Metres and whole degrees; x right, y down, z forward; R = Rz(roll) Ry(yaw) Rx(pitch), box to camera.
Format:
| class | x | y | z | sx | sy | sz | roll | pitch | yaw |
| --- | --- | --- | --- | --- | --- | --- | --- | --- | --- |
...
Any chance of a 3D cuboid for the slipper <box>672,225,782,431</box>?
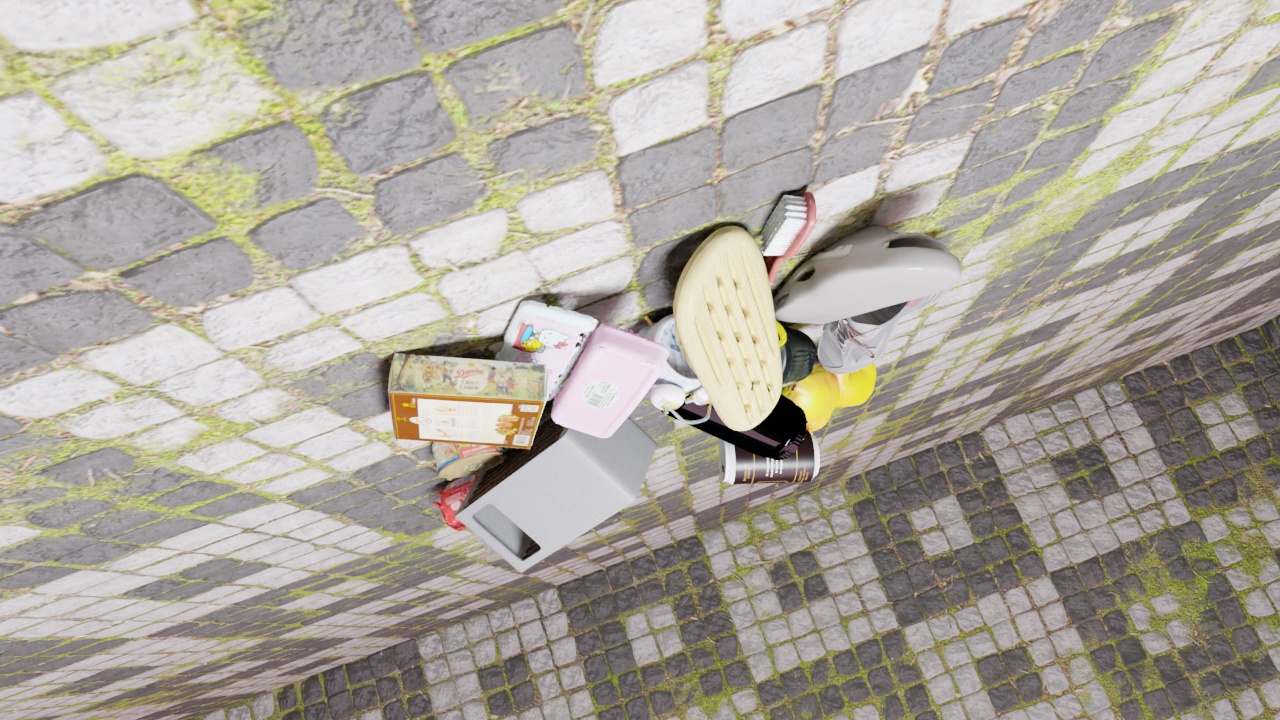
| class | x | y | z | sx | sy | sz | roll | pitch | yaw |
| --- | --- | --- | --- | --- | --- | --- | --- | --- | --- |
| slipper | 0.077 | -0.028 | 0.922 | 0.111 | 0.079 | 0.262 | -44 | 139 | -19 |

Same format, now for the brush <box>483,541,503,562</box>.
| class | x | y | z | sx | sy | sz | roll | pitch | yaw |
| --- | --- | --- | --- | --- | --- | --- | --- | --- | --- |
| brush | -0.202 | 0.201 | 1.256 | 0.045 | 0.143 | 0.008 | -17 | 163 | 20 |

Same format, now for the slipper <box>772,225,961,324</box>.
| class | x | y | z | sx | sy | sz | roll | pitch | yaw |
| --- | --- | --- | --- | --- | --- | --- | --- | --- | --- |
| slipper | 0.227 | -0.099 | 0.976 | 0.112 | 0.080 | 0.266 | 9 | 168 | -19 |

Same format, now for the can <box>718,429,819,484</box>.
| class | x | y | z | sx | sy | sz | roll | pitch | yaw |
| --- | --- | --- | --- | --- | --- | --- | --- | --- | --- |
| can | 0.176 | 0.133 | 1.262 | 0.128 | 0.071 | 0.072 | -2 | 161 | -4 |

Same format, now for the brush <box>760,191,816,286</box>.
| class | x | y | z | sx | sy | sz | roll | pitch | yaw |
| --- | --- | --- | --- | --- | --- | --- | --- | --- | --- |
| brush | 0.129 | -0.109 | 0.881 | 0.030 | 0.041 | 0.173 | 0 | 161 | -8 |

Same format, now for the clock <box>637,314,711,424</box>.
| class | x | y | z | sx | sy | sz | roll | pitch | yaw |
| --- | --- | --- | --- | --- | --- | --- | --- | --- | --- |
| clock | 0.041 | 0.009 | 0.985 | 0.088 | 0.125 | 0.052 | -9 | 165 | -37 |

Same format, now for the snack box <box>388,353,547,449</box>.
| class | x | y | z | sx | sy | sz | roll | pitch | yaw |
| --- | --- | --- | --- | --- | --- | --- | --- | --- | --- |
| snack box | -0.173 | 0.044 | 0.914 | 0.147 | 0.041 | 0.143 | 5 | 156 | -10 |

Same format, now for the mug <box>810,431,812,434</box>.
| class | x | y | z | sx | sy | sz | roll | pitch | yaw |
| --- | --- | --- | --- | --- | --- | --- | --- | --- | --- |
| mug | 0.211 | 0.087 | 1.437 | 0.084 | 0.104 | 0.111 | -21 | 162 | 2 |

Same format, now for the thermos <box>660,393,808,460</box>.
| class | x | y | z | sx | sy | sz | roll | pitch | yaw |
| --- | --- | --- | --- | --- | --- | --- | --- | --- | --- |
| thermos | 0.128 | 0.065 | 1.167 | 0.198 | 0.086 | 0.086 | 25 | 140 | -25 |

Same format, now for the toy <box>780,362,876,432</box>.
| class | x | y | z | sx | sy | sz | roll | pitch | yaw |
| --- | --- | --- | --- | --- | --- | --- | --- | --- | --- |
| toy | 0.258 | 0.049 | 1.322 | 0.193 | 0.087 | 0.135 | -22 | 156 | -41 |

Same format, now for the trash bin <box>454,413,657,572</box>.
| class | x | y | z | sx | sy | sz | roll | pitch | yaw |
| --- | --- | --- | --- | --- | --- | --- | --- | --- | --- |
| trash bin | -0.108 | 0.151 | 1.160 | 0.229 | 0.114 | 0.114 | -37 | -164 | 33 |

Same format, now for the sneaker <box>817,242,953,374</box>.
| class | x | y | z | sx | sy | sz | roll | pitch | yaw |
| --- | --- | --- | --- | --- | --- | --- | --- | --- | --- |
| sneaker | 0.266 | -0.055 | 1.094 | 0.089 | 0.099 | 0.237 | -10 | 153 | -33 |

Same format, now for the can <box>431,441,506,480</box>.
| class | x | y | z | sx | sy | sz | roll | pitch | yaw |
| --- | --- | --- | --- | --- | --- | --- | --- | --- | --- |
| can | -0.215 | 0.114 | 1.150 | 0.086 | 0.043 | 0.086 | -18 | 162 | -6 |

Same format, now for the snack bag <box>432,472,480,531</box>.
| class | x | y | z | sx | sy | sz | roll | pitch | yaw |
| --- | --- | --- | --- | --- | --- | --- | --- | --- | --- |
| snack bag | -0.210 | 0.187 | 1.314 | 0.177 | 0.082 | 0.082 | -26 | 162 | 16 |

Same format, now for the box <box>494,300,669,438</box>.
| class | x | y | z | sx | sy | sz | roll | pitch | yaw |
| --- | --- | --- | --- | --- | --- | --- | --- | --- | --- |
| box | -0.069 | 0.012 | 0.920 | 0.152 | 0.037 | 0.202 | 18 | 150 | -10 |

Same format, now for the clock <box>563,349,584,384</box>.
| class | x | y | z | sx | sy | sz | roll | pitch | yaw |
| --- | --- | --- | --- | --- | --- | --- | --- | --- | --- |
| clock | -0.038 | 0.018 | 1.035 | 0.083 | 0.057 | 0.119 | -6 | 157 | -40 |

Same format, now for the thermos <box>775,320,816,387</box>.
| class | x | y | z | sx | sy | sz | roll | pitch | yaw |
| --- | --- | --- | --- | --- | --- | --- | --- | --- | --- |
| thermos | 0.153 | -0.006 | 1.103 | 0.098 | 0.098 | 0.220 | -28 | 169 | 23 |
